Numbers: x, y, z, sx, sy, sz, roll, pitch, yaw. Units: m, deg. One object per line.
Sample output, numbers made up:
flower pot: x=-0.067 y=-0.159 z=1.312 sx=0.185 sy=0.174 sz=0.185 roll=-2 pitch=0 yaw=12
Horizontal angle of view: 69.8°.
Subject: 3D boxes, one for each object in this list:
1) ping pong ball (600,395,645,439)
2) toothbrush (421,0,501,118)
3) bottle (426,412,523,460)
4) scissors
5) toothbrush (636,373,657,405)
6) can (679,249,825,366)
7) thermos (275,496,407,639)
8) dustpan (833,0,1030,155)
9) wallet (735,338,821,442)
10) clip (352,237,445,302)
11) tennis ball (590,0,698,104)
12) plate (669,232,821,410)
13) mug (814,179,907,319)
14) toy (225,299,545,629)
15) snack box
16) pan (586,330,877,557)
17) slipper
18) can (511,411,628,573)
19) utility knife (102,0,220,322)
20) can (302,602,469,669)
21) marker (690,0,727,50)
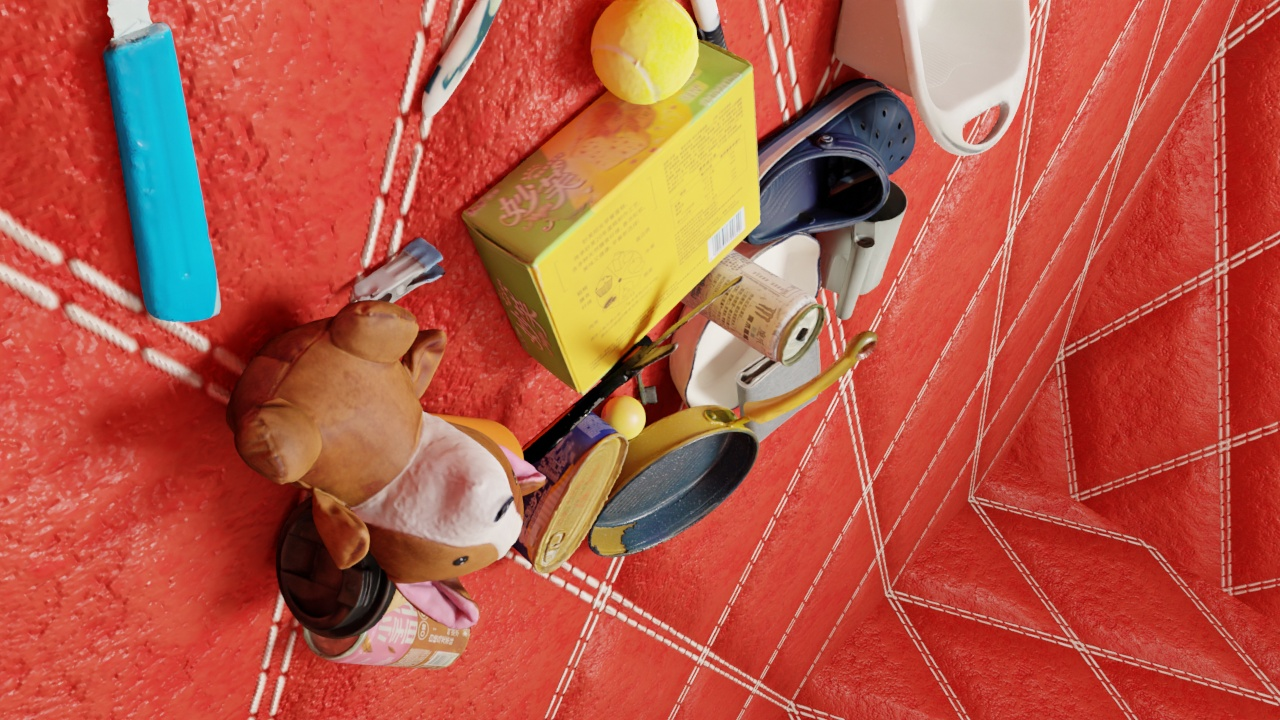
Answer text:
ping pong ball: x=-0.016 y=0.052 z=0.827 sx=0.040 sy=0.040 sz=0.040 roll=-38 pitch=148 yaw=-29
toothbrush: x=-0.064 y=-0.211 z=0.484 sx=0.192 sy=0.018 sz=0.016 roll=-58 pitch=152 yaw=6
bottle: x=-0.144 y=0.063 z=0.623 sx=0.067 sy=0.067 sz=0.149 roll=-58 pitch=145 yaw=6
scissors: x=-0.012 y=0.012 z=0.687 sx=0.232 sy=0.021 sz=0.221 roll=-42 pitch=-174 yaw=4
toothbrush: x=-0.001 y=-0.016 z=0.800 sx=0.186 sy=0.017 sz=0.012 roll=81 pitch=10 yaw=-53
can: x=0.072 y=-0.055 z=0.729 sx=0.058 sy=0.147 sz=0.058 roll=-38 pitch=148 yaw=-29
thermos: x=-0.174 y=0.131 z=0.625 sx=0.093 sy=0.093 sz=0.143 roll=-60 pitch=159 yaw=10
dustpan: x=0.275 y=-0.317 z=0.765 sx=0.222 sy=0.143 sz=0.258 roll=-32 pitch=146 yaw=-36
wallet: x=0.144 y=0.023 z=0.954 sx=0.106 sy=0.037 sz=0.130 roll=-36 pitch=149 yaw=-12
clip: x=-0.142 y=-0.047 z=0.538 sx=0.057 sy=0.025 sz=0.036 roll=-40 pitch=157 yaw=-26
tennis ball: x=0.002 y=-0.190 z=0.560 sx=0.065 sy=0.065 sz=0.066 roll=-38 pitch=148 yaw=-29
plate: x=0.101 y=-0.040 z=0.903 sx=0.204 sy=0.045 sz=0.205 roll=-39 pitch=149 yaw=-29
mug: x=0.218 y=-0.116 z=0.937 sx=0.104 sy=0.084 sz=0.123 roll=94 pitch=8 yaw=-49
toy: x=-0.129 y=0.059 z=0.520 sx=0.139 sy=0.131 sz=0.200 roll=-56 pitch=134 yaw=-28
snack box: x=-0.008 y=-0.100 z=0.639 sx=0.209 sy=0.070 sz=0.158 roll=-44 pitch=151 yaw=-18
pan: x=0.080 y=0.079 z=0.869 sx=0.197 sy=0.078 sz=0.358 roll=4 pitch=133 yaw=-49
slipper: x=0.177 y=-0.173 z=0.825 sx=0.252 sy=0.095 sz=0.105 roll=-31 pitch=147 yaw=-32
can: x=-0.067 y=0.114 z=0.806 sx=0.074 sy=0.049 sz=0.148 roll=-1 pitch=121 yaw=-57
utility knife: x=-0.204 y=-0.106 z=0.381 sx=0.034 sy=0.018 sz=0.224 roll=-27 pitch=143 yaw=-39
can: x=-0.191 y=0.205 z=0.706 sx=0.058 sy=0.058 sz=0.147 roll=-52 pitch=152 yaw=-4
marker: x=0.037 y=-0.245 z=0.605 sx=0.022 sy=0.018 sz=0.131 roll=-42 pitch=152 yaw=-3
